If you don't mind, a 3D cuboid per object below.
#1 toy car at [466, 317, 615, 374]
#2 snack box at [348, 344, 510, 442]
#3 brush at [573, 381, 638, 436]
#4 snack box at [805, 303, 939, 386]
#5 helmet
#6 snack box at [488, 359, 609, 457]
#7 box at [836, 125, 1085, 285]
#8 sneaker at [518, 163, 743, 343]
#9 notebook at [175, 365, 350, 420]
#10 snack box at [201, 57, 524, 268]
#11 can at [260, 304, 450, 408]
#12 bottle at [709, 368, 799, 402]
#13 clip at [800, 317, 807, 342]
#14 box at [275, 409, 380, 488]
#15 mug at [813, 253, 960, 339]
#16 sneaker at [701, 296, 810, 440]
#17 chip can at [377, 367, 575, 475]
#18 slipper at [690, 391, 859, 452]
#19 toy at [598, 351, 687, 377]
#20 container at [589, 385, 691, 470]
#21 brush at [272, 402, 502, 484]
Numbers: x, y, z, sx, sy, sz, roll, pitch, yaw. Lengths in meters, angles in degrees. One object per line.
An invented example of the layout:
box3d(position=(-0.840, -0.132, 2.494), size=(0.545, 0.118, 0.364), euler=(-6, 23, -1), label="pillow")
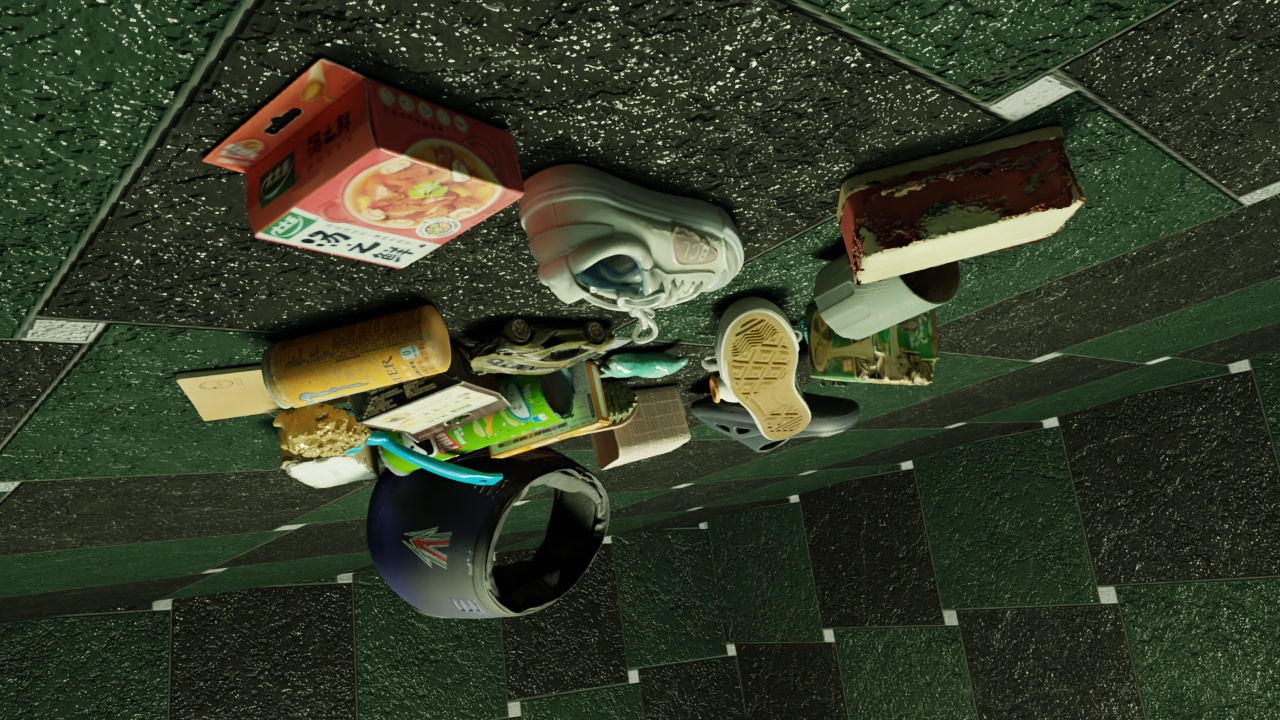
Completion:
box3d(position=(-0.092, -0.011, 0.888), size=(0.157, 0.042, 0.070), euler=(-4, 164, -37), label="toy car")
box3d(position=(-0.207, 0.035, 0.912), size=(0.113, 0.053, 0.125), euler=(-21, 168, 8), label="snack box")
box3d(position=(-0.072, 0.061, 1.128), size=(0.145, 0.063, 0.073), euler=(-9, 161, -20), label="brush")
box3d(position=(0.243, -0.027, 0.990), size=(0.118, 0.117, 0.106), euler=(5, 169, -42), label="snack box")
box3d(position=(-0.217, 0.209, 1.225), size=(0.241, 0.247, 0.314), euler=(12, -175, 29), label="helmet")
box3d(position=(-0.112, 0.057, 1.053), size=(0.154, 0.075, 0.026), euler=(-19, 165, 25), label="snack box")
box3d(position=(0.244, -0.110, 0.709), size=(0.168, 0.080, 0.091), euler=(-14, 166, 5), label="box")
box3d(position=(0.010, -0.066, 0.667), size=(0.090, 0.090, 0.241), euler=(-20, 164, 32), label="sneaker")
box3d(position=(-0.325, 0.024, 0.894), size=(0.207, 0.008, 0.148), euler=(-7, 164, -18), label="notebook")
box3d(position=(-0.150, -0.100, 0.504), size=(0.113, 0.044, 0.127), euler=(-22, 162, 34), label="snack box")
box3d(position=(-0.235, -0.003, 0.767), size=(0.146, 0.058, 0.058), euler=(-14, 165, 5), label="can")
box3d(position=(0.144, 0.027, 1.170), size=(0.108, 0.063, 0.063), euler=(-10, 165, -7), label="bottle")
box3d(position=(0.195, -0.034, 1.065), size=(0.014, 0.043, 0.056), euler=(-18, 164, 11), label="clip")
box3d(position=(-0.364, 0.109, 1.085), size=(0.089, 0.059, 0.184), euler=(-9, 167, -9), label="box")
box3d(position=(0.233, -0.080, 0.838), size=(0.123, 0.083, 0.104), euler=(-32, 180, -36), label="mug")
box3d(position=(0.130, -0.002, 1.016), size=(0.118, 0.087, 0.241), euler=(-26, 142, 5), label="sneaker")
box3d(position=(-0.187, 0.065, 1.035), size=(0.236, 0.072, 0.072), euler=(-20, 164, 24), label="chip can")
box3d(position=(0.172, 0.087, 1.220), size=(0.110, 0.083, 0.269), euler=(-16, -167, -38), label="slipper")
box3d(position=(-0.006, 0.006, 1.045), size=(0.091, 0.030, 0.097), euler=(3, 167, -31), label="toy")
box3d(position=(-0.002, 0.087, 1.231), size=(0.110, 0.090, 0.090), euler=(-9, 165, -24), label="container")
box3d(position=(-0.265, 0.099, 0.989), size=(0.254, 0.045, 0.083), euler=(22, 141, -30), label="brush")
